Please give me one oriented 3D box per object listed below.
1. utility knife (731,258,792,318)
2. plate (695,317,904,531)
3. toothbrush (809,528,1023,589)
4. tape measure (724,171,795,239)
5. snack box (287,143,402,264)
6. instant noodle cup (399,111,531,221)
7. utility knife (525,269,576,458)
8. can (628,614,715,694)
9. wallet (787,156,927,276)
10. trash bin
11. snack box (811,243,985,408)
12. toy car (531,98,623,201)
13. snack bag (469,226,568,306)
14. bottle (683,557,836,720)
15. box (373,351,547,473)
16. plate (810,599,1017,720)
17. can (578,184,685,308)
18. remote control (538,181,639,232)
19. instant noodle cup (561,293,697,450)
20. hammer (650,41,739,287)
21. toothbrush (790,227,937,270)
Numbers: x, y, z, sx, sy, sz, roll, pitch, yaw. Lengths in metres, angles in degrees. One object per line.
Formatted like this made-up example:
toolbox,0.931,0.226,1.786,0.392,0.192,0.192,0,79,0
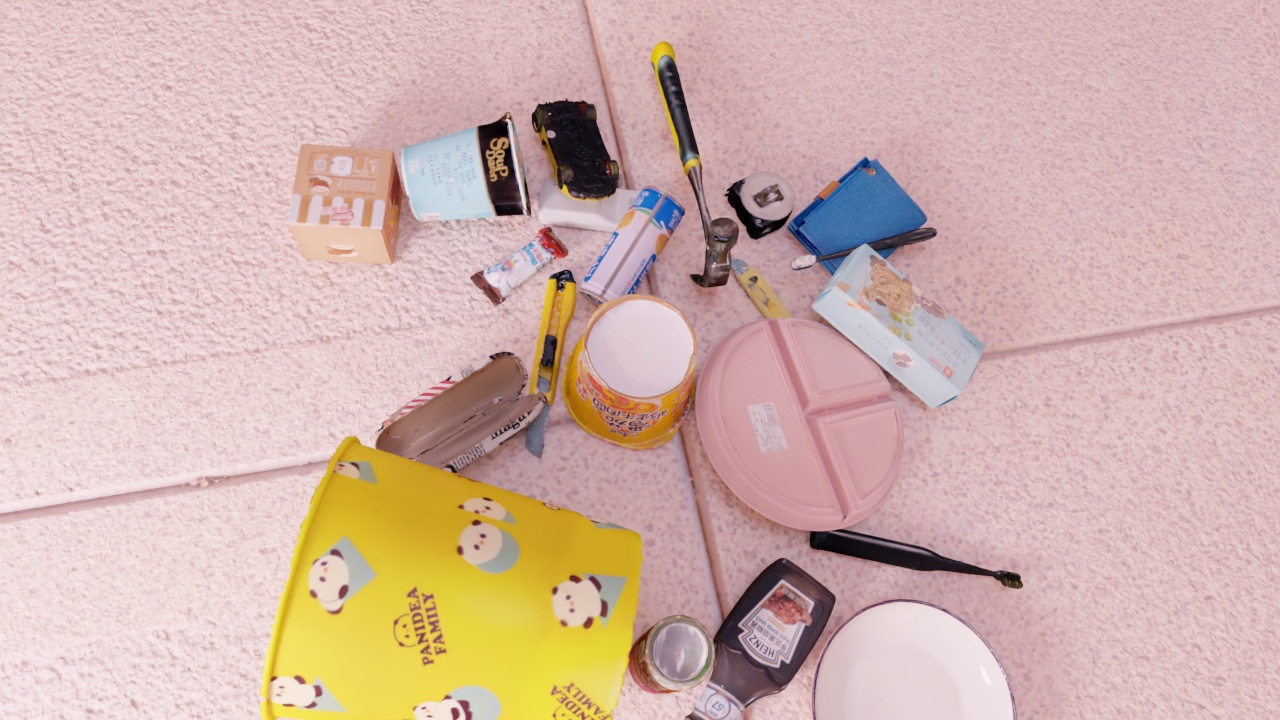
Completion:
utility knife,0.146,-0.046,0.989,0.030,0.018,0.167,-29,70,-22
plate,0.166,0.055,0.919,0.229,0.028,0.229,7,64,-15
toothbrush,0.272,0.195,0.902,0.212,0.027,0.026,13,110,-1
tape measure,0.138,-0.177,1.025,0.066,0.034,0.065,-28,76,-15
snack box,-0.301,-0.159,0.945,0.092,0.077,0.094,3,68,-5
instant noodle cup,-0.184,-0.195,0.963,0.120,0.111,0.111,-10,70,-2
utility knife,-0.092,-0.001,0.941,0.033,0.015,0.208,7,69,-1
can,0.024,0.254,0.786,0.058,0.147,0.057,2,69,-6
wallet,0.242,-0.154,1.026,0.133,0.040,0.106,-42,87,-18
trash bin,-0.144,0.203,0.755,0.255,0.230,0.229,14,68,-7
snack box,0.269,-0.035,0.955,0.175,0.052,0.074,40,58,-1
toy car,-0.072,-0.230,1.007,0.071,0.041,0.155,-12,60,-19
snack bag,-0.126,-0.101,0.970,0.105,0.026,0.045,-38,81,-16
bottle,0.100,0.278,0.843,0.080,0.044,0.194,37,71,9
box,-0.165,0.066,0.876,0.162,0.076,0.088,-33,54,-16
plate,0.246,0.320,0.844,0.192,0.039,0.192,2,69,-6
can,-0.009,-0.114,0.962,0.053,0.053,0.134,31,81,6
remote control,-0.049,-0.168,1.006,0.125,0.024,0.049,6,69,-5
instant noodle cup,-0.005,0.005,0.898,0.138,0.110,0.137,3,69,-7
hammer,0.052,-0.219,1.003,0.032,0.126,0.322,-7,60,-8
toothbrush,0.246,-0.123,0.994,0.181,0.018,0.015,-14,80,-16
